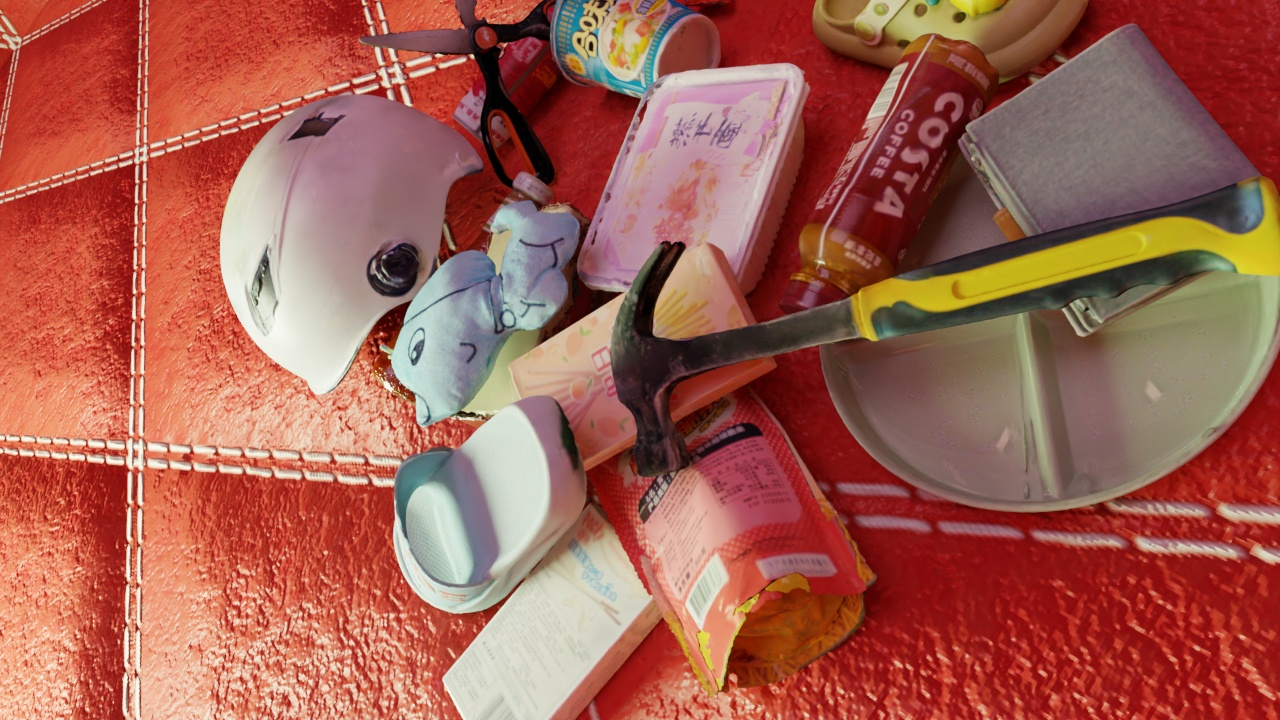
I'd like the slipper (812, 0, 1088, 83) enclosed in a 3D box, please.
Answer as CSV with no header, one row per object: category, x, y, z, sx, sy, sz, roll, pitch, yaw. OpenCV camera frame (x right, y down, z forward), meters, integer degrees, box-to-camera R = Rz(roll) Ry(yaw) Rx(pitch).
slipper,0.180,-0.234,0.585,0.191,0.081,0.091,28,87,44

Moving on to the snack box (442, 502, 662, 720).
snack box,-0.053,0.176,0.578,0.157,0.027,0.084,-50,48,4

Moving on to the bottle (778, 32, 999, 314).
bottle,0.137,-0.097,0.521,0.057,0.057,0.175,26,84,42

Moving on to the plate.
plate,0.208,-0.028,0.491,0.231,0.027,0.229,-16,58,28

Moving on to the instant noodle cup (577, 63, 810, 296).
instant noodle cup,0.044,-0.113,0.635,0.138,0.060,0.173,10,72,39

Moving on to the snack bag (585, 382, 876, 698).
snack bag,0.040,0.082,0.538,0.129,0.073,0.207,-40,42,7

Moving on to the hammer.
hammer,0.129,-0.030,0.459,0.324,0.031,0.126,-14,87,25

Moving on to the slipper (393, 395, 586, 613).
slipper,-0.112,0.098,0.581,0.246,0.074,0.104,-41,61,48

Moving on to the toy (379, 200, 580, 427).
toy,-0.112,-0.034,0.624,0.157,0.049,0.161,-8,65,33

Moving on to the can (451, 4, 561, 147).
can,-0.108,-0.254,0.823,0.133,0.053,0.053,-49,48,5

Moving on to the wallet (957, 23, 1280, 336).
wallet,0.233,-0.089,0.459,0.107,0.037,0.129,-32,63,20

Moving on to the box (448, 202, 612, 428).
box,-0.081,-0.029,0.671,0.091,0.077,0.168,-3,66,35

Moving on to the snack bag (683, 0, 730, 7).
snack bag,0.062,-0.328,0.756,0.048,0.026,0.104,6,71,26

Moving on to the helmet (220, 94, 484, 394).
helmet,-0.267,-0.116,0.771,0.229,0.146,0.258,14,73,57

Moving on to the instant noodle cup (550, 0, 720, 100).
instant noodle cup,0.000,-0.248,0.720,0.110,0.099,0.099,35,90,34

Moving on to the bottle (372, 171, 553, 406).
bottle,-0.139,-0.059,0.742,0.060,0.059,0.206,31,87,42

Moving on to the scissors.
scissors,-0.109,-0.257,0.755,0.220,0.230,0.022,-30,15,-23

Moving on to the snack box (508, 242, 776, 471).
snack box,-0.003,0.003,0.562,0.157,0.026,0.084,-31,69,21
